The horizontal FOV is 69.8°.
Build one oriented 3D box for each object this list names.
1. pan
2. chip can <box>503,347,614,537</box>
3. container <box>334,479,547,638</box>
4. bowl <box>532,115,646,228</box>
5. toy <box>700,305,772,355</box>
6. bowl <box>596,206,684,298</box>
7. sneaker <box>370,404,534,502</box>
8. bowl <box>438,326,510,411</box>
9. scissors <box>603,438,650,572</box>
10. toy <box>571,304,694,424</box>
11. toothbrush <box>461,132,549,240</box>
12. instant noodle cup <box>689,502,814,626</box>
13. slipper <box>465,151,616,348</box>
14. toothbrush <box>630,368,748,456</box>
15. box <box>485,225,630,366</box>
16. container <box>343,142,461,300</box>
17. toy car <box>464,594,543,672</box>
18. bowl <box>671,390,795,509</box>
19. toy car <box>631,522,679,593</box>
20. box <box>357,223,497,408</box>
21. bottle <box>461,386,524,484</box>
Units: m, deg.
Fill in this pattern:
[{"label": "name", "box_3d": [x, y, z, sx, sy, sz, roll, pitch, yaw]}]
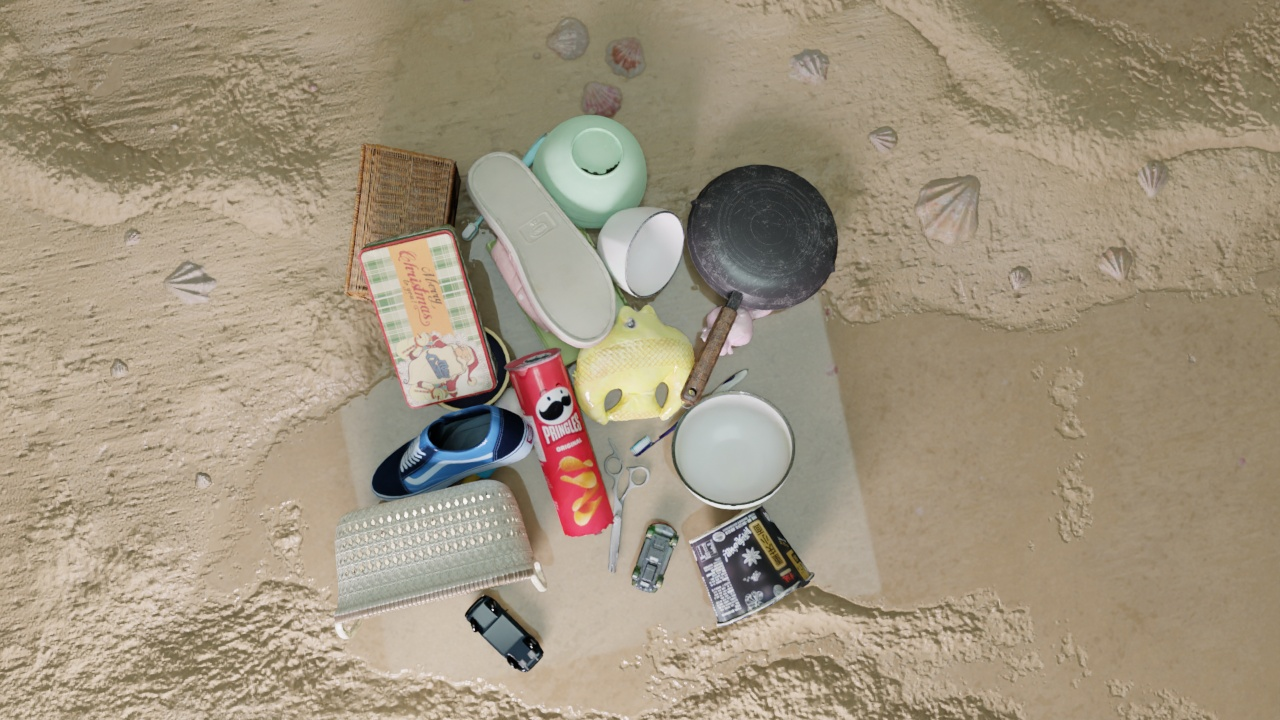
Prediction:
[{"label": "pan", "box_3d": [0.131, -0.099, 1.167, 0.207, 0.040, 0.356, 25, 73, 0]}, {"label": "chip can", "box_3d": [-0.098, 0.105, 1.143, 0.073, 0.073, 0.233, -18, 102, -3]}, {"label": "container", "box_3d": [-0.248, 0.236, 1.108, 0.246, 0.185, 0.142, -12, 78, -4]}, {"label": "bowl", "box_3d": [-0.060, -0.250, 1.169, 0.151, 0.077, 0.150, 2, 79, -10]}, {"label": "toy", "box_3d": [0.125, -0.054, 1.198, 0.063, 0.047, 0.110, 44, 79, -4]}, {"label": "bowl", "box_3d": [-0.005, -0.143, 1.166, 0.066, 0.116, 0.116, 26, 86, 33]}, {"label": "sneaker", "box_3d": [-0.252, 0.103, 1.111, 0.242, 0.098, 0.083, -21, 54, 24]}, {"label": "bowl", "box_3d": [-0.220, 0.010, 1.171, 0.112, 0.061, 0.112, 0, 88, -3]}, {"label": "scissors", "box_3d": [-0.037, 0.189, 1.197, 0.095, 0.014, 0.170, 28, 84, -3]}, {"label": "toy", "box_3d": [-0.007, 0.007, 1.168, 0.170, 0.064, 0.155, -3, 105, -21]}, {"label": "toothbrush", "box_3d": [-0.175, -0.230, 1.206, 0.016, 0.016, 0.180, 38, 86, 1]}, {"label": "instant noodle cup", "box_3d": [0.131, 0.251, 1.148, 0.137, 0.137, 0.112, -27, 81, -3]}, {"label": "slipper", "box_3d": [-0.125, -0.135, 1.140, 0.114, 0.054, 0.274, -30, 86, -20]}, {"label": "toothbrush", "box_3d": [0.065, 0.066, 1.204, 0.189, 0.016, 0.017, -36, 93, -3]}, {"label": "box", "box_3d": [-0.101, -0.095, 1.190, 0.140, 0.044, 0.187, -32, 90, -25]}, {"label": "container", "box_3d": [-0.295, -0.163, 1.149, 0.112, 0.114, 0.198, 8, 89, -8]}, {"label": "toy car", "box_3d": [-0.174, 0.350, 1.174, 0.112, 0.034, 0.046, 45, 87, -1]}, {"label": "bowl", "box_3d": [0.118, 0.121, 1.162, 0.153, 0.073, 0.153, -4, 62, 7]}, {"label": "toy car", "box_3d": [0.018, 0.254, 1.185, 0.042, 0.036, 0.091, 19, 88, -1]}, {"label": "box", "box_3d": [-0.248, -0.050, 1.083, 0.117, 0.050, 0.206, -13, 109, -5]}, {"label": "bottle", "box_3d": [-0.189, 0.105, 1.174, 0.051, 0.051, 0.146, 33, 87, -1]}]
